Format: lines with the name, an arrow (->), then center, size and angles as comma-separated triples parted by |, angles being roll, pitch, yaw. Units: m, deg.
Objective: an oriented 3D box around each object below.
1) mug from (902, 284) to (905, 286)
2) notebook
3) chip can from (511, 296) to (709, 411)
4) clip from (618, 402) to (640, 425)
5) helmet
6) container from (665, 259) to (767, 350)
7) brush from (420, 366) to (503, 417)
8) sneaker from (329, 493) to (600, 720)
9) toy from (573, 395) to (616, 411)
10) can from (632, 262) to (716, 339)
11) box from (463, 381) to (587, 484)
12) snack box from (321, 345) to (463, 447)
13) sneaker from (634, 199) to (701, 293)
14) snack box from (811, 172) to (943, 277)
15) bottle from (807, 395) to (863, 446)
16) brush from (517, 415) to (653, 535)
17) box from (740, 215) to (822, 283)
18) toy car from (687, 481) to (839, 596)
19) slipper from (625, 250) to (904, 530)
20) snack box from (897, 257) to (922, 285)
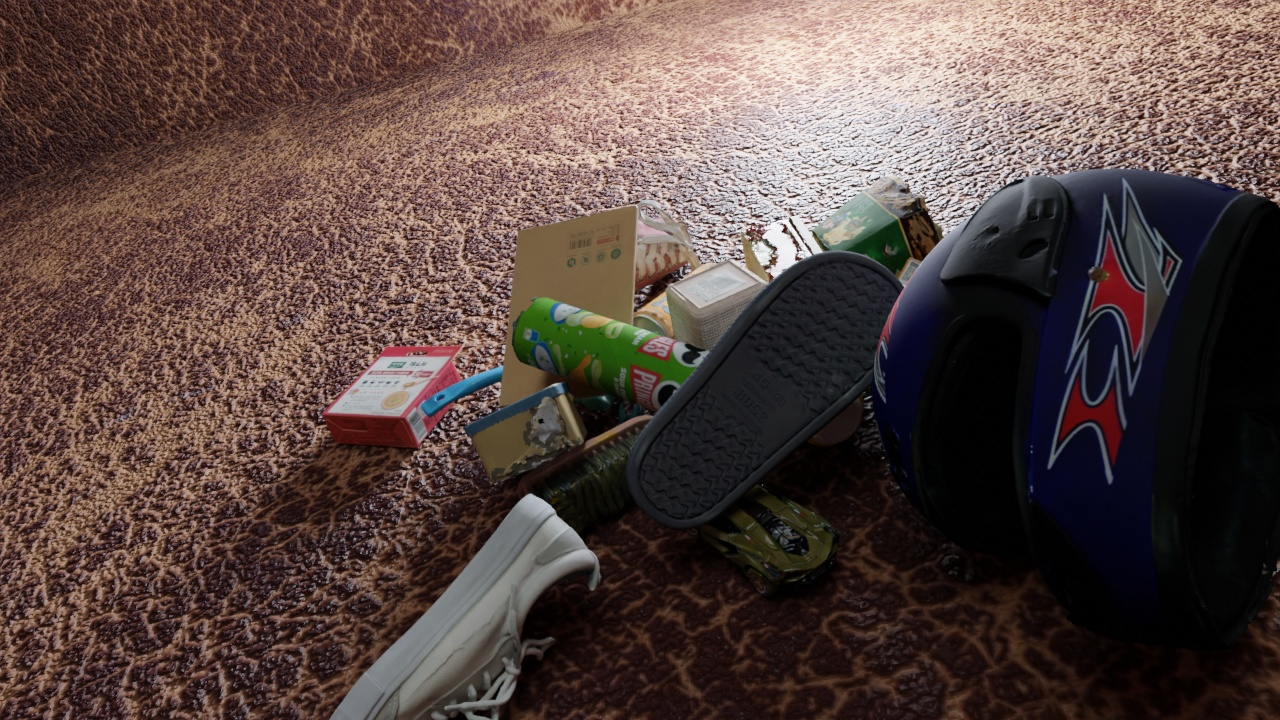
mug -> 0.231, -0.026, 0.784 | 0.103, 0.083, 0.124 | 3, 1, -29
notebook -> -0.073, -0.056, 0.942 | 0.148, 0.008, 0.207 | -8, 66, 24
chip can -> -0.005, 0.005, 0.836 | 0.236, 0.072, 0.072 | 19, 44, 26
clip -> -0.010, 0.057, 0.886 | 0.043, 0.014, 0.056 | -12, 32, 8
helmet -> 0.272, 0.022, 0.597 | 0.241, 0.247, 0.314 | -3, 42, 48
container -> 0.082, -0.026, 0.879 | 0.089, 0.111, 0.090 | -24, 32, -12
brush -> -0.116, 0.000, 0.985 | 0.254, 0.046, 0.083 | -24, 33, -23
sneaker -> -0.122, 0.212, 0.642 | 0.091, 0.090, 0.241 | 40, 72, 8
toy -> -0.032, 0.021, 0.940 | 0.091, 0.030, 0.097 | -31, 28, -30
can -> 0.046, -0.051, 0.970 | 0.058, 0.058, 0.145 | 9, 31, 35
box -> -0.095, 0.060, 0.812 | 0.090, 0.059, 0.184 | -24, 2, -4
snack box -> -0.262, 0.038, 1.006 | 0.113, 0.044, 0.126 | 0, 36, 27
sneaker -> 0.014, -0.125, 1.052 | 0.088, 0.118, 0.240 | -7, 12, 30
snack box -> 0.247, -0.111, 0.953 | 0.106, 0.117, 0.118 | -27, 28, 7
bottle -> 0.146, 0.029, 0.808 | 0.063, 0.063, 0.108 | -24, 33, -13
brush -> -0.033, 0.092, 0.794 | 0.145, 0.063, 0.073 | -29, 30, -21
box -> 0.147, -0.078, 0.950 | 0.080, 0.091, 0.168 | -13, 31, 0
toy car -> 0.085, 0.126, 0.708 | 0.070, 0.042, 0.158 | -31, 31, -23
slipper -> 0.092, 0.018, 0.721 | 0.268, 0.110, 0.083 | -44, 6, -6
snack box -> 0.285, -0.037, 0.841 | 0.075, 0.026, 0.154 | -63, 34, 10
